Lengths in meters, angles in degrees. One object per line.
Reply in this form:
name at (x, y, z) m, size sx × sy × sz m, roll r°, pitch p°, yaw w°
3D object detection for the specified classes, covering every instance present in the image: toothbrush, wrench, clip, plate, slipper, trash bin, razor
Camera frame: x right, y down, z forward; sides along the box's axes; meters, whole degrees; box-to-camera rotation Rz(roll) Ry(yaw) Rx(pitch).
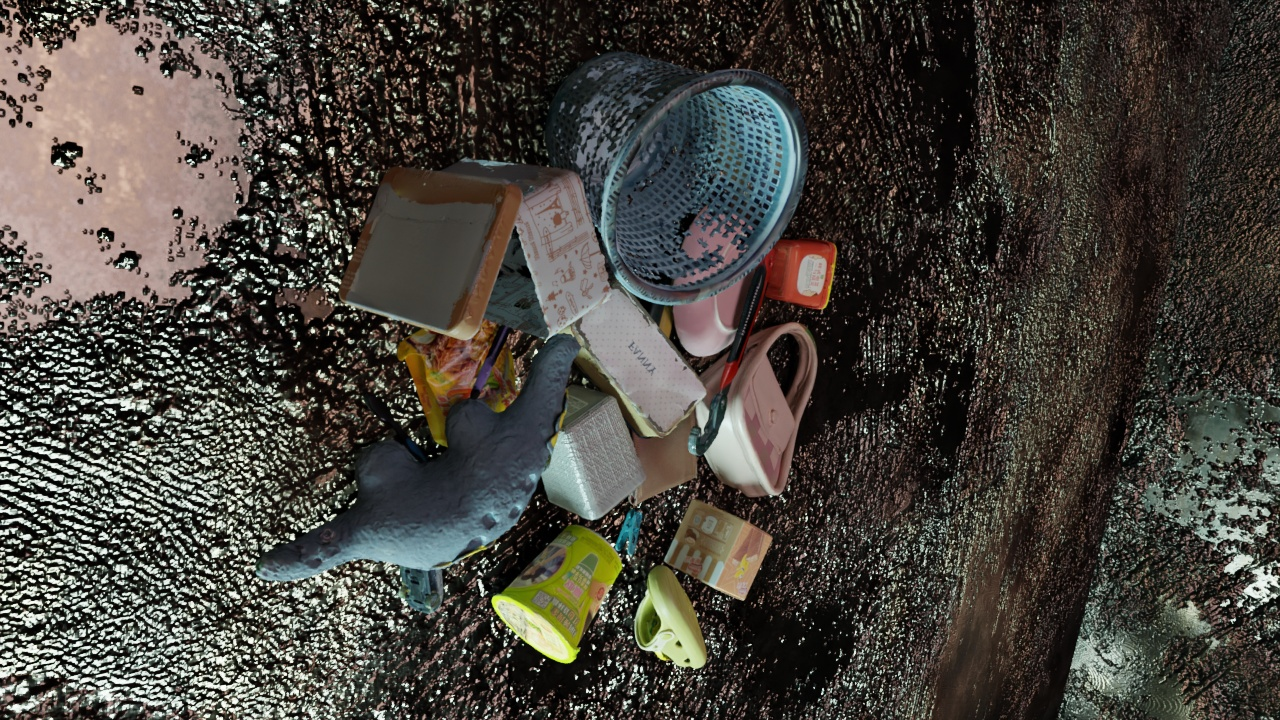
toothbrush at (-0.219, 0.096, 0.910) m, size 0.014 × 0.016 × 0.189 m, roll -56°, pitch 138°, yaw -29°
wrench at (0.115, -0.012, 1.111) m, size 0.056 × 0.016 × 0.273 m, roll 40°, pitch 69°, yaw -60°
clip at (-0.013, 0.213, 1.145) m, size 0.014 × 0.040 × 0.056 m, roll 26°, pitch 77°, yaw -47°
plate at (0.102, -0.097, 1.111) m, size 0.191 × 0.039 × 0.193 m, roll -30°, pitch 126°, yaw -53°
slipper at (0.030, 0.338, 1.196) m, size 0.081 × 0.091 × 0.191 m, roll -18°, pitch 135°, yaw 4°
toothbrush at (-0.132, -0.032, 0.900) m, size 0.017 × 0.014 × 0.188 m, roll 94°, pitch 11°, yaw -50°
trash bin at (0.015, -0.197, 0.891) m, size 0.226 × 0.195 × 0.227 m, roll -21°, pitch 132°, yaw -25°
razor at (0.017, -0.021, 1.077) m, size 0.067 × 0.062 × 0.167 m, roll 16°, pitch 86°, yaw -14°

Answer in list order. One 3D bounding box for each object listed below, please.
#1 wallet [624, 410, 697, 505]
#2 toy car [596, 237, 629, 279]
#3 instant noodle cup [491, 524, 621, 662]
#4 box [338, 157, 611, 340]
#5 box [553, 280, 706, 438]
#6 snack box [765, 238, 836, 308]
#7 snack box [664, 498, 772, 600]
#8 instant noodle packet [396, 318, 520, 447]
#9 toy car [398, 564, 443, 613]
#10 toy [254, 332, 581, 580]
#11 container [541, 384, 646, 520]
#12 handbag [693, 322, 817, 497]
wallet at (0.023, 0.109, 1.142) m, size 0.101 × 0.032 × 0.125 m, roll -20°, pitch 116°, yaw -36°
toy car at (-0.054, -0.109, 0.991) m, size 0.105 × 0.031 × 0.049 m, roll -14°, pitch 109°, yaw -44°
instant noodle cup at (-0.085, 0.254, 1.031) m, size 0.123 × 0.112 × 0.112 m, roll -50°, pitch 132°, yaw -31°
box at (-0.155, -0.087, 0.789) m, size 0.177 × 0.183 × 0.153 m, roll -38°, pitch 126°, yaw -30°
box at (-0.006, 0.006, 1.006) m, size 0.089 × 0.061 × 0.184 m, roll -43°, pitch 106°, yaw -21°
snack box at (0.208, -0.118, 1.217) m, size 0.080 × 0.082 × 0.091 m, roll 2°, pitch 101°, yaw -35°
snack box at (0.104, 0.251, 1.220) m, size 0.077 × 0.093 × 0.094 m, roll 35°, pitch 77°, yaw -45°
instant noodle packet at (-0.171, 0.015, 0.907) m, size 0.110 × 0.044 × 0.128 m, roll -34°, pitch 125°, yaw -28°
toy car at (-0.220, 0.211, 0.923) m, size 0.034 × 0.043 × 0.091 m, roll -32°, pitch 124°, yaw -51°
toy at (-0.182, 0.119, 0.864) m, size 0.356 × 0.091 × 0.138 m, roll -34°, pitch 111°, yaw -12°
container at (-0.063, 0.096, 1.010) m, size 0.090 × 0.090 × 0.114 m, roll -35°, pitch 122°, yaw -33°
handbag at (0.170, 0.048, 1.239) m, size 0.233 × 0.093 × 0.193 m, roll -52°, pitch 134°, yaw -29°
